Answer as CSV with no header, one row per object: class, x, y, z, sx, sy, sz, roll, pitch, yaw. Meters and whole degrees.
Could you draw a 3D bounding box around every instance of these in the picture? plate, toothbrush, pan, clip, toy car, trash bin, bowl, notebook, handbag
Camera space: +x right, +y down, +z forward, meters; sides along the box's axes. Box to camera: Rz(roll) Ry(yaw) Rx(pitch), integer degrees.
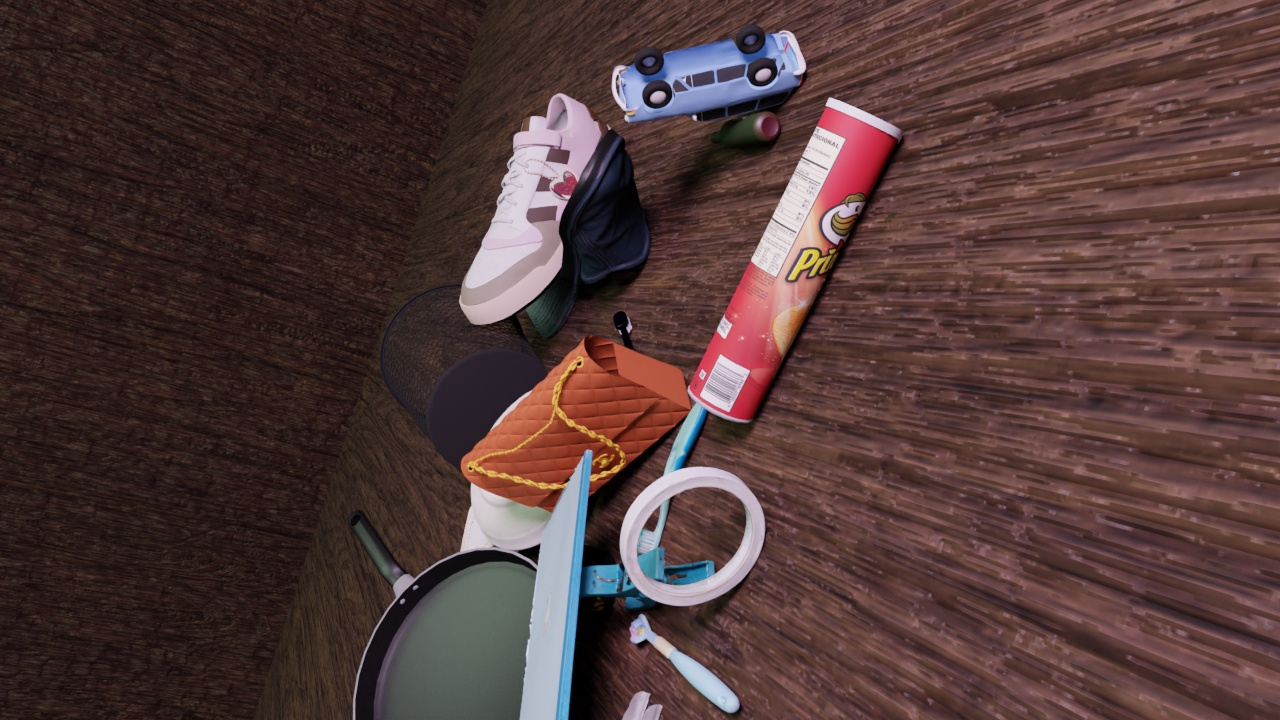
plate,-0.110,0.095,0.907,0.183,0.034,0.182,-26,45,30
toothbrush,-0.005,0.005,0.842,0.014,0.014,0.167,-29,38,9
pan,-0.196,0.249,0.863,0.225,0.034,0.356,-47,47,-6
clip,-0.021,0.280,0.626,0.052,0.059,0.102,14,86,48
toothbrush,0.027,0.203,0.618,0.022,0.016,0.155,-67,22,-7
toy car,0.054,-0.225,0.742,0.055,0.153,0.056,76,-177,-55
toothbrush,0.024,0.089,0.709,0.135,0.017,0.022,-70,19,4
trash bin,-0.195,0.025,1.074,0.210,0.184,0.184,39,109,60
clip,-0.018,0.155,0.654,0.130,0.120,0.030,123,158,-62
bowl,-0.121,-0.100,1.137,0.137,0.057,0.136,-48,32,44
notebook,-0.069,0.217,0.692,0.182,0.009,0.252,119,159,-56
handbag,-0.056,0.061,0.753,0.172,0.108,0.060,-42,40,31

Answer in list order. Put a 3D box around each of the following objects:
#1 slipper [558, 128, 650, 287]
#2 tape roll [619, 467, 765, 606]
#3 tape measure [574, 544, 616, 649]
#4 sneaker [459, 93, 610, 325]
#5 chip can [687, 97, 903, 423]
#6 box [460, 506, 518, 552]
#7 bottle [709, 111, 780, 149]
slipper,-0.025,-0.133,0.919,0.108,0.083,0.266,-60,-4,-17
tape roll,0.033,0.111,0.574,0.093,0.093,0.013,-66,22,12
tape measure,-0.049,0.192,0.770,0.072,0.042,0.072,-98,31,-52
sneaker,-0.127,-0.179,1.028,0.112,0.116,0.293,11,63,45
chip can,0.099,-0.062,0.610,0.215,0.051,0.051,-65,23,16
box,-0.146,0.190,0.942,0.144,0.044,0.184,-44,28,32
bottle,0.084,-0.193,0.778,0.106,0.025,0.025,20,92,67
